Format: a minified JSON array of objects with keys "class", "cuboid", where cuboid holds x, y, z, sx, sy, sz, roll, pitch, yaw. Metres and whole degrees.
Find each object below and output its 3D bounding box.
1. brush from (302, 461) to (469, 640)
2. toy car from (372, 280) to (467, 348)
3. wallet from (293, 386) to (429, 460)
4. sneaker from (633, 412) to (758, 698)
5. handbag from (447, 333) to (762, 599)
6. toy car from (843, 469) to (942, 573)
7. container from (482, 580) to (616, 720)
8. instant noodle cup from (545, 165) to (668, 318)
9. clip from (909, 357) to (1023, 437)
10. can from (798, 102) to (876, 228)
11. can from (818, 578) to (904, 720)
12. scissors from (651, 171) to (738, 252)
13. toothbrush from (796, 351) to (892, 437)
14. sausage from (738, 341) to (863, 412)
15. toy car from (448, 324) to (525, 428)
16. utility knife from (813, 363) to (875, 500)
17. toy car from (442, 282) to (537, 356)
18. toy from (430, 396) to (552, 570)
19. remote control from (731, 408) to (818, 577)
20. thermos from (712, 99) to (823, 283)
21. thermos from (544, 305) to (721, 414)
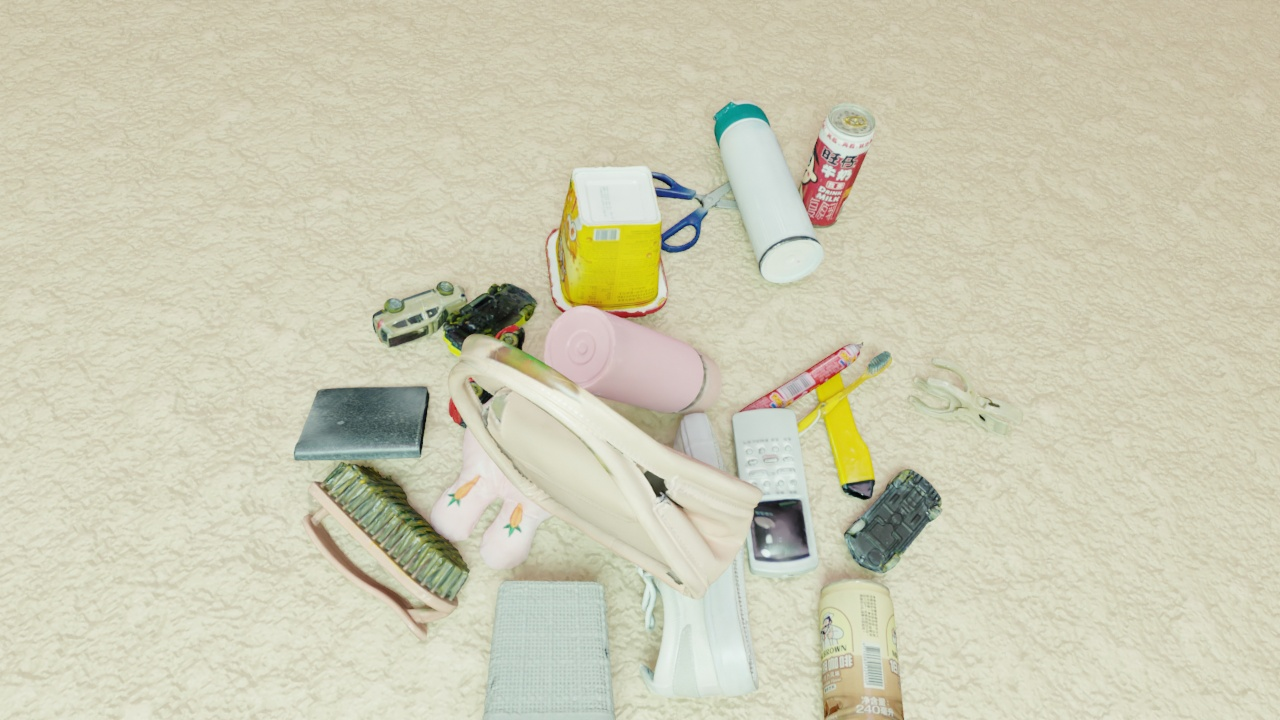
[{"class":"brush","cuboid":[-0.197,0.147,0.714,0.145,0.063,0.073,40,88,16]},{"class":"toy car","cuboid":[-0.203,-0.042,0.855,0.090,0.042,0.035,-24,71,-22]},{"class":"wallet","cuboid":[-0.229,0.050,0.767,0.097,0.019,0.120,0,23,-9]},{"class":"sneaker","cuboid":[0.033,0.151,0.731,0.091,0.089,0.241,-12,48,11]},{"class":"handbag","cuboid":[-0.039,0.057,0.618,0.193,0.234,0.093,22,73,36]},{"class":"toy car","cuboid":[0.216,0.139,0.790,0.049,0.031,0.105,45,63,11]},{"class":"container","cuboid":[-0.066,0.224,0.658,0.090,0.090,0.114,2,51,-7]},{"class":"instant noodle cup","cuboid":[-0.029,-0.115,0.880,0.116,0.124,0.116,-4,55,-10]},{"class":"clip","cuboid":[0.303,0.044,0.883,0.104,0.084,0.034,35,52,-14]},{"class":"can","cuboid":[0.204,-0.204,0.970,0.053,0.133,0.053,4,55,-6]},{"class":"can","cuboid":[0.168,0.232,0.703,0.058,0.059,0.116,7,54,-3]},{"class":"scissors","cuboid":[0.063,-0.172,1.003,0.175,0.012,0.162,21,54,6]},{"class":"toothbrush","cuboid":[0.163,0.046,0.842,0.191,0.018,0.016,-35,57,-17]},{"class":"sausage","cuboid":[0.150,0.024,0.859,0.155,0.020,0.020,-30,64,-14]},{"class":"toy car","cuboid":[-0.136,0.011,0.821,0.031,0.049,0.106,27,57,9]},{"class":"utility knife","cuboid":[0.188,0.061,0.852,0.033,0.015,0.153,-7,56,-1]},{"class":"toy car","cuboid":[-0.141,-0.036,0.865,0.048,0.032,0.105,32,45,14]},{"class":"toy","cuboid":[-0.100,0.094,0.768,0.121,0.054,0.159,27,63,7]},{"class":"remote control","cuboid":[0.114,0.111,0.790,0.058,0.021,0.149,-5,61,0]},{"class":"thermos","cuboid":[0.132,-0.188,0.982,0.073,0.073,0.224,-5,55,-12]},{"class":"thermos","cuboid":[-0.005,0.004,0.771,0.087,0.198,0.067,13,88,31]}]
